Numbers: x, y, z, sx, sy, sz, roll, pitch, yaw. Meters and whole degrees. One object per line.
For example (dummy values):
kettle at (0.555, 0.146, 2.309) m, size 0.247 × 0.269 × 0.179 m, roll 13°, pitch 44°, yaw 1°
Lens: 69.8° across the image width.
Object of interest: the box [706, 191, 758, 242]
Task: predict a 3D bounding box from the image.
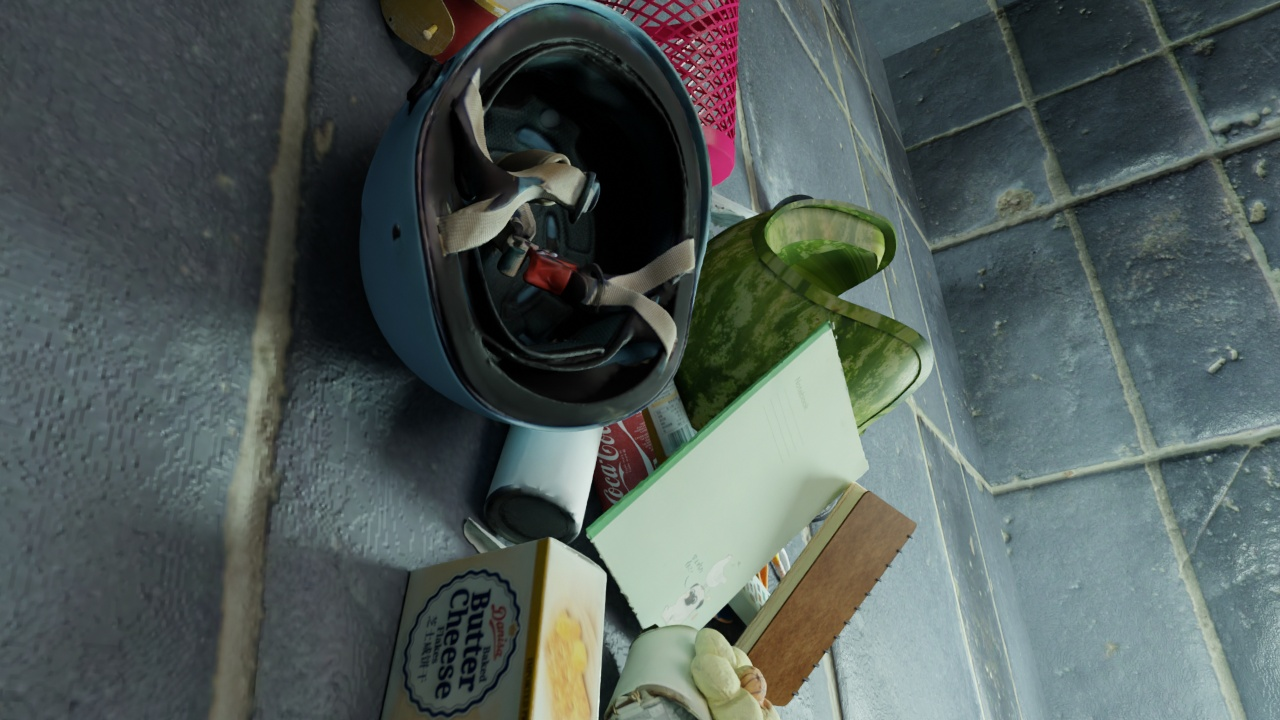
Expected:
box at (0.043, -0.158, 0.906) m, size 0.216 × 0.110 × 0.107 m, roll 18°, pitch 43°, yaw -49°

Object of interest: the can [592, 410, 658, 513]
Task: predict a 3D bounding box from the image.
can at (-0.016, 0.077, 0.736) m, size 0.054 × 0.054 × 0.096 m, roll -15°, pitch 87°, yaw -64°

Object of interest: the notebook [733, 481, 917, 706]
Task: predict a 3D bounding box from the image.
notebook at (0.167, 0.226, 0.862) m, size 0.024 × 0.225 × 0.167 m, roll 37°, pitch 3°, yaw 38°

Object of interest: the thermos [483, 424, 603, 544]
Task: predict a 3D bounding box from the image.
thermos at (-0.055, 0.027, 0.677) m, size 0.068 × 0.068 × 0.229 m, roll 53°, pitch 32°, yaw -34°

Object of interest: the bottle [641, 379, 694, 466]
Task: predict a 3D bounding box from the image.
bottle at (-0.005, 0.005, 0.805) m, size 0.053 × 0.053 × 0.186 m, roll -35°, pitch 105°, yaw -63°

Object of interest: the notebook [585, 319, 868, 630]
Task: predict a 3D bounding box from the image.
notebook at (0.082, 0.107, 0.731) m, size 0.252 × 0.010 × 0.182 m, roll -39°, pitch 131°, yaw -18°

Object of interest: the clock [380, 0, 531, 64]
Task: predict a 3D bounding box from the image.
clock at (-0.126, -0.275, 0.713) m, size 0.158 × 0.081 × 0.117 m, roll -19°, pitch 74°, yaw -55°

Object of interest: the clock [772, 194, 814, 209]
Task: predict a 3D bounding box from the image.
clock at (0.241, -0.194, 1.387) m, size 0.057 × 0.083 × 0.118 m, roll 47°, pitch 33°, yaw -52°

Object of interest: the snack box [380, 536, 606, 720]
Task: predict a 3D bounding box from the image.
snack box at (-0.080, 0.202, 0.470) m, size 0.057 × 0.104 × 0.207 m, roll 45°, pitch 36°, yaw -42°

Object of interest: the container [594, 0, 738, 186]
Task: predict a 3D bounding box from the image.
container at (0.025, -0.299, 0.947) m, size 0.183 × 0.184 × 0.225 m, roll 20°, pitch 64°, yaw -58°

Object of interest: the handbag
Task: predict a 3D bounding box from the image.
handbag at (0.050, 0.283, 0.653) m, size 0.112 × 0.123 × 0.171 m, roll -43°, pitch 113°, yaw -78°

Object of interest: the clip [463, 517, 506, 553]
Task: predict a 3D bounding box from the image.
clip at (-0.078, 0.146, 0.600) m, size 0.101 × 0.038 × 0.054 m, roll 48°, pitch 22°, yaw -38°

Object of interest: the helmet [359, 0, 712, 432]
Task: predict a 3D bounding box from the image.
helmet at (-0.071, -0.091, 0.579) m, size 0.225 × 0.167 × 0.265 m, roll 34°, pitch 69°, yaw -40°

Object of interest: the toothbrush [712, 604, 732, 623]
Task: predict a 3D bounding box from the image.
toothbrush at (0.056, 0.220, 0.826) m, size 0.135 × 0.017 × 0.021 m, roll 35°, pitch 38°, yaw -51°

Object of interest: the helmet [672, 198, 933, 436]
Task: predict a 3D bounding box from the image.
helmet at (0.131, -0.016, 0.873) m, size 0.243 × 0.248 × 0.212 m, roll 9°, pitch 46°, yaw -13°

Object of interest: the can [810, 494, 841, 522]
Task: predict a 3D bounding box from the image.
can at (0.186, 0.137, 1.082) m, size 0.127 × 0.064 × 0.064 m, roll 48°, pitch 34°, yaw -39°

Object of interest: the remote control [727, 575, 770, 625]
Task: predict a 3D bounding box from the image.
remote control at (0.099, 0.226, 0.894) m, size 0.143 × 0.024 × 0.049 m, roll 54°, pitch 21°, yaw -31°

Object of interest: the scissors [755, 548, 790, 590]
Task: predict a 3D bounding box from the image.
scissors at (0.140, 0.203, 1.008) m, size 0.129 × 0.011 × 0.125 m, roll 50°, pitch 35°, yaw -40°
